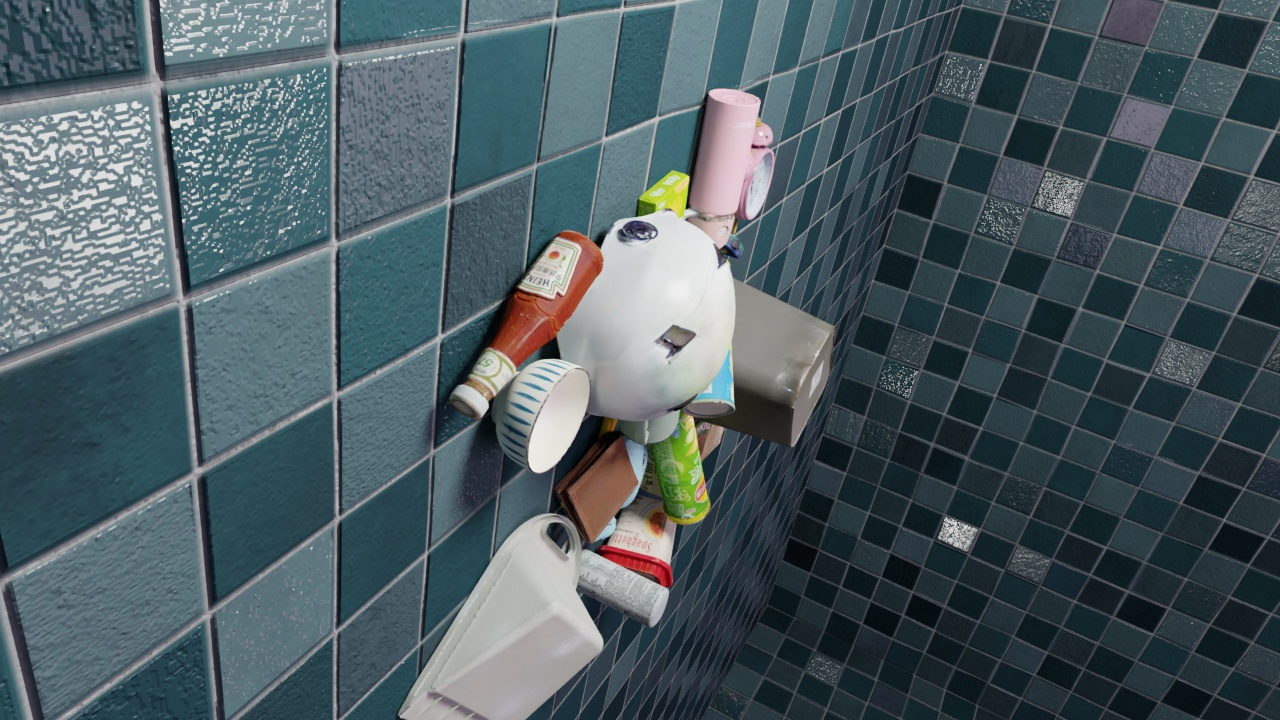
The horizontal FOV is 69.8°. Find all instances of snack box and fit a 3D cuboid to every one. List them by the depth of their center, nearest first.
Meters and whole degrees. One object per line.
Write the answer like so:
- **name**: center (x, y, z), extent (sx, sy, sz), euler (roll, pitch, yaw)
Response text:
- **snack box**: center (0.022, -0.145, 1.127), extent (0.085, 0.026, 0.157), euler (-48, 152, -46)
- **snack box**: center (0.075, 0.123, 1.508), extent (0.239, 0.063, 0.115), euler (-35, 142, -57)

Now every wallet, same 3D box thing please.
- **wallet**: center (-0.052, 0.165, 1.203), extent (0.124, 0.032, 0.101), euler (-48, 133, -34)

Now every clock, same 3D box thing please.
- **clock**: center (0.140, -0.263, 1.264), extent (0.117, 0.060, 0.159), euler (-57, 156, -31)

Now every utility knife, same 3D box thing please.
- **utility knife**: center (-0.055, 0.134, 1.239), extent (0.033, 0.015, 0.218), euler (-18, 127, -65)

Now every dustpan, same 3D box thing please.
- **dustpan**: center (-0.158, 0.320, 1.114), extent (0.257, 0.142, 0.223), euler (-36, 142, -5)

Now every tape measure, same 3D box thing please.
- **tape measure**: center (0.116, -0.171, 1.307), extent (0.025, 0.058, 0.054), euler (-65, 157, -8)

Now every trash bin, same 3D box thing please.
- **trash bin**: center (0.154, 0.000, 1.349), extent (0.198, 0.220, 0.199), euler (-58, 157, -28)

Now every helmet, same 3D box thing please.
- **helmet**: center (0.028, -0.040, 1.029), extent (0.257, 0.146, 0.229), euler (-47, 150, -32)

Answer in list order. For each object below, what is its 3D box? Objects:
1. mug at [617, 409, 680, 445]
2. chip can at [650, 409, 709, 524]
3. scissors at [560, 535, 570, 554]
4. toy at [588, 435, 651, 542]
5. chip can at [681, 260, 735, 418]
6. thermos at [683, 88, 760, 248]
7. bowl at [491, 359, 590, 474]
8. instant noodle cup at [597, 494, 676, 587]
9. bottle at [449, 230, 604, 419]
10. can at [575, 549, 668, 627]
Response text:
- **mug**: center (0.009, 0.059, 1.168), extent (0.111, 0.082, 0.107), euler (-76, 175, -45)
- **chip can**: center (0.052, 0.137, 1.336), extent (0.072, 0.073, 0.221), euler (-50, 140, -42)
- **scissors**: center (-0.132, 0.317, 1.193), extent (0.196, 0.015, 0.214), euler (-34, 140, -54)
- **toy**: center (-0.029, 0.175, 1.301), extent (0.155, 0.050, 0.162), euler (-42, 146, -54)
- **chip can**: center (0.088, -0.033, 1.226), extent (0.071, 0.071, 0.210), euler (59, 29, -67)
- **thermos**: center (0.092, -0.239, 1.169), extent (0.087, 0.067, 0.199), euler (-10, 128, -31)
- **bowl**: center (-0.107, 0.049, 0.928), extent (0.116, 0.066, 0.117), euler (-52, 156, -36)
- **instant noodle cup**: center (0.004, 0.285, 1.437), extent (0.117, 0.116, 0.124), euler (81, 24, -57)
- **bottle**: center (-0.107, -0.034, 0.855), extent (0.205, 0.060, 0.060), euler (-57, 158, -27)
- **can**: center (-0.035, 0.319, 1.296), extent (0.058, 0.147, 0.058), euler (-53, 156, -37)
